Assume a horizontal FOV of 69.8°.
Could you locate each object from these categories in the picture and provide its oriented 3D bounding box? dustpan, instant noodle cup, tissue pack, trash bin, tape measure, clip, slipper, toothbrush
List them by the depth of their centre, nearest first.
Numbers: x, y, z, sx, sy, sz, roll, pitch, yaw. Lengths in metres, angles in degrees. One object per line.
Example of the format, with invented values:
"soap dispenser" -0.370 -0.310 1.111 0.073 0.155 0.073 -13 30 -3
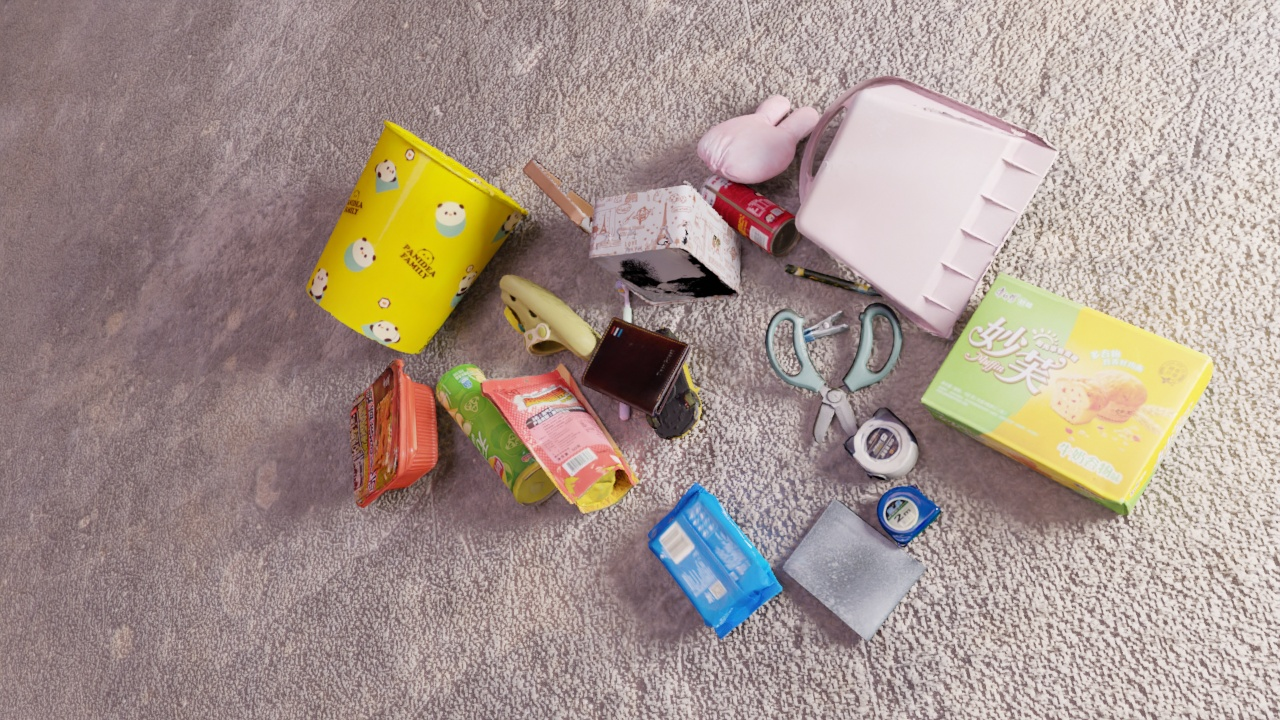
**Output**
"tape measure" 0.272 0.157 0.943 0.058 0.025 0.054 -42 56 -1
"tape measure" 0.258 0.092 0.970 0.066 0.033 0.066 -45 55 10
"dustpan" 0.290 -0.193 1.010 0.273 0.138 0.223 34 116 16
"tissue pack" 0.080 0.220 1.012 0.095 0.052 0.157 -46 57 9
"clip" 0.210 -0.037 1.051 0.057 0.024 0.029 -23 66 16
"toothbrush" 0.247 -0.081 1.053 0.186 0.012 0.017 21 94 33
"toothbrush" -0.021 -0.015 1.174 0.021 0.029 0.189 2 70 -9
"slipper" -0.126 -0.043 1.203 0.190 0.091 0.081 38 95 30
"instant noodle cup" -0.332 0.101 1.243 0.189 0.079 0.164 -35 55 48
"trash bin" -0.319 -0.163 1.283 0.229 0.229 0.255 37 98 34

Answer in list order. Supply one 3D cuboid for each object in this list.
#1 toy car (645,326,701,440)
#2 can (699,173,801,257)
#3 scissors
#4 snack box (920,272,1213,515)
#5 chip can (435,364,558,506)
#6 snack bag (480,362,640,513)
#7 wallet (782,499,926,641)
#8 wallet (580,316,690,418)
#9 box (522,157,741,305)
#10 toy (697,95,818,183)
"toy car" 0.030 0.029 1.114 0.071 0.041 0.155 -32 54 19
"can" 0.133 -0.181 1.128 0.133 0.053 0.053 41 94 34
"scissors" 0.227 0.001 1.018 0.179 0.019 0.172 -28 74 10
"snack box" 0.406 0.029 0.889 0.210 0.070 0.157 31 89 33
"chip can" -0.188 0.091 1.196 0.072 0.072 0.221 -49 56 5
"snack bag" -0.096 0.088 1.129 0.208 0.128 0.073 49 134 29
"wallet" 0.220 0.216 0.957 0.121 0.019 0.097 38 91 35
"wallet" -0.007 0.006 1.111 0.122 0.020 0.096 22 83 36
"box" -0.014 -0.153 1.126 0.274 0.178 0.124 22 86 32
"toy" 0.148 -0.274 1.139 0.159 0.054 0.121 -39 53 -21
